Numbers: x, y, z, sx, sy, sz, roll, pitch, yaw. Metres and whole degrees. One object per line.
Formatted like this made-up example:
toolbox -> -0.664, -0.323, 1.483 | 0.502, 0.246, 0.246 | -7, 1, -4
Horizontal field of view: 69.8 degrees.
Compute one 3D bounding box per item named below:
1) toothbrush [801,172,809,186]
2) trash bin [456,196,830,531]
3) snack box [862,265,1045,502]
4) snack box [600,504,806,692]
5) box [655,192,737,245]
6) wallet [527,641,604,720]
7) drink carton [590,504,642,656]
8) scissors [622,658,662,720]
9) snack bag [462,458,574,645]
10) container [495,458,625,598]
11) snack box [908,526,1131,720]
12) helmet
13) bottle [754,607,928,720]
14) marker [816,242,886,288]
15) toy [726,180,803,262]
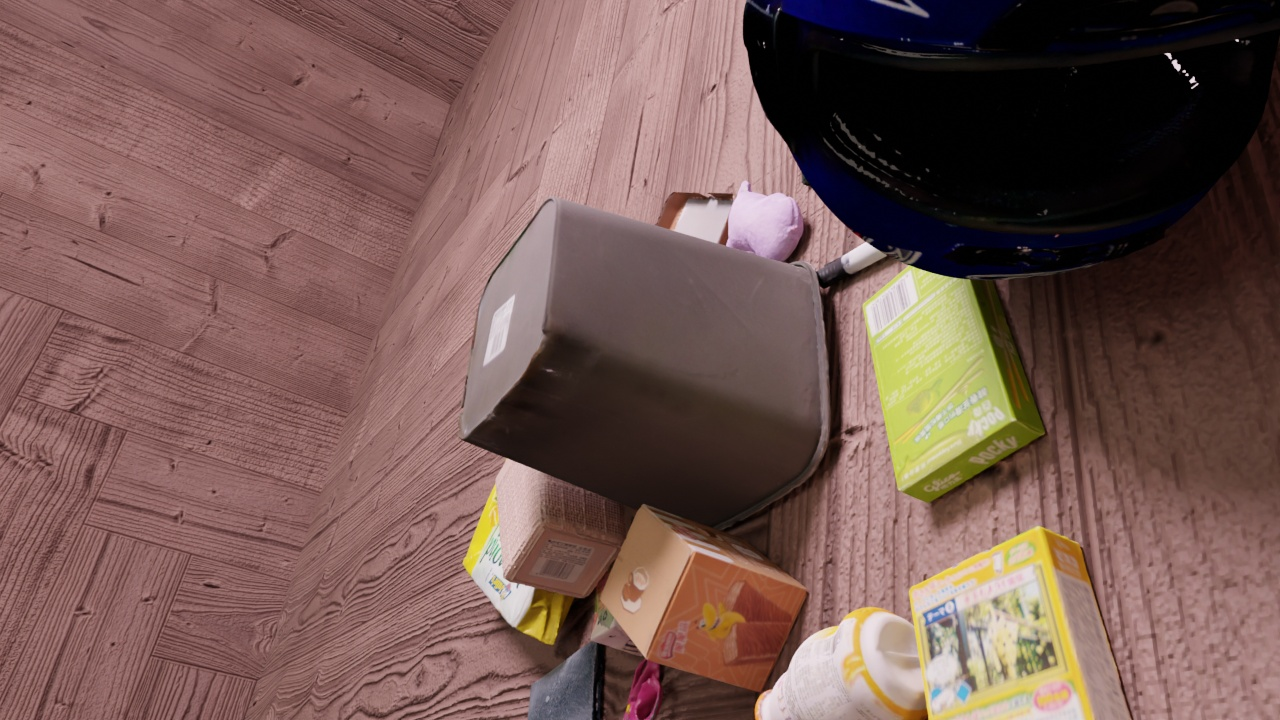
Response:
toothbrush -> 0.154, -0.230, 0.855 | 0.017, 0.012, 0.185 | 125, 157, -50
trash bin -> -0.004, 0.004, 0.698 | 0.199, 0.219, 0.198 | -43, 36, 48
snack box -> 0.183, 0.001, 0.559 | 0.086, 0.026, 0.156 | -46, 30, 39
snack box -> 0.040, 0.160, 0.628 | 0.077, 0.094, 0.093 | -66, 23, 2
box -> -0.028, -0.098, 0.934 | 0.217, 0.157, 0.180 | -66, 23, 2
wallet -> -0.070, 0.314, 0.817 | 0.121, 0.019, 0.097 | -46, 30, 36
drink carton -> -0.007, 0.178, 0.765 | 0.046, 0.053, 0.122 | -45, 31, 42
scissors -> -0.015, 0.293, 0.727 | 0.072, 0.017, 0.137 | -98, 33, -66
snack bag -> -0.104, 0.180, 0.951 | 0.247, 0.068, 0.158 | 11, 77, 66
container -> -0.066, 0.126, 0.763 | 0.090, 0.090, 0.110 | -57, 26, 30
snack box -> 0.175, 0.157, 0.424 | 0.087, 0.033, 0.140 | -45, 33, 41
helmet -> 0.178, -0.156, 0.440 | 0.314, 0.247, 0.241 | -91, -10, -56
bottle -> 0.108, 0.181, 0.503 | 0.109, 0.063, 0.063 | -47, 30, 39
marker -> 0.175, -0.084, 0.668 | 0.131, 0.018, 0.022 | -32, 33, 53
toy -> 0.107, -0.117, 0.816 | 0.108, 0.039, 0.084 | 28, 108, 62
